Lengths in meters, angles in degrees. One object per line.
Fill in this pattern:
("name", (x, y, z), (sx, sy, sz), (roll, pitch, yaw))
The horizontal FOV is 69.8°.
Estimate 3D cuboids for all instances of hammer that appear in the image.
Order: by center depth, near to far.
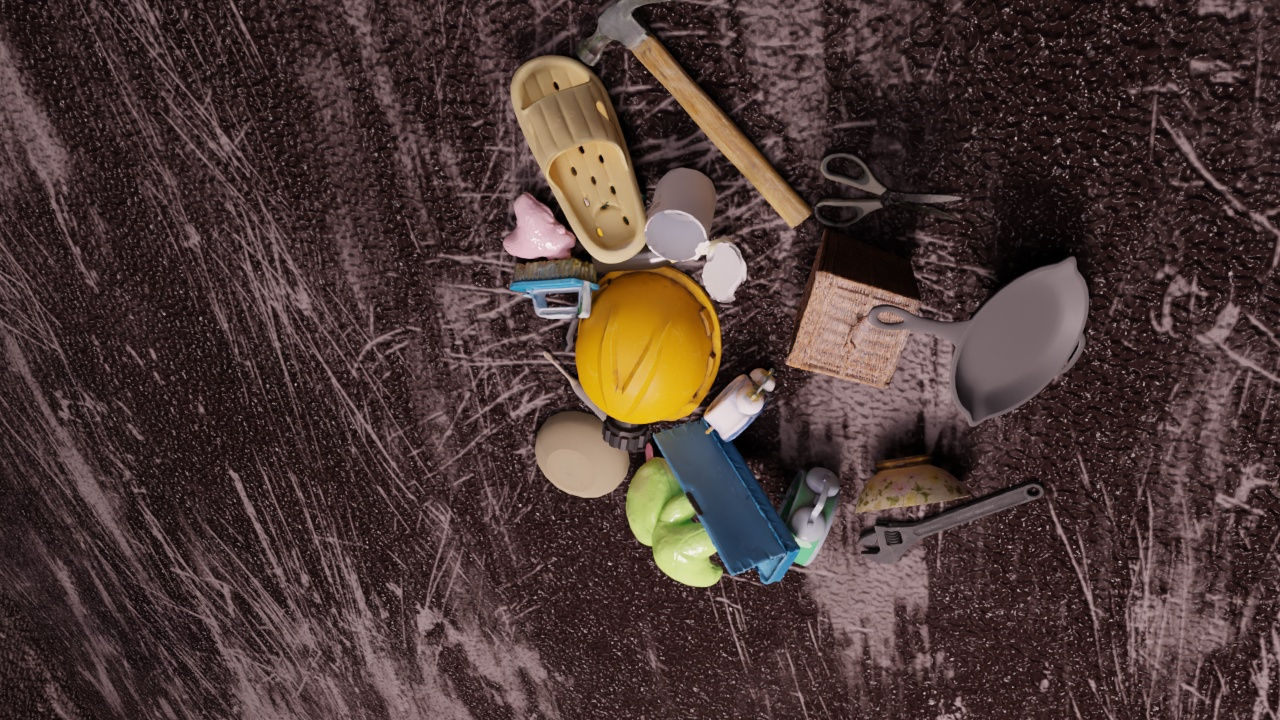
("hammer", (0.081, -0.285, 1.063), (0.330, 0.033, 0.132), (45, 125, -11))

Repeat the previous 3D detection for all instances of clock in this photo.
("clock", (0.138, 0.055, 1.225), (0.052, 0.088, 0.126), (44, 128, -1))
("clock", (0.225, 0.207, 1.257), (0.075, 0.121, 0.162), (24, 151, 5))

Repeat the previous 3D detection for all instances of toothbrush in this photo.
("toothbrush", (-0.095, -0.035, 1.248), (0.013, 0.012, 0.167), (45, 165, 2))
("toothbrush", (-0.078, 0.054, 1.352), (0.022, 0.024, 0.185), (-45, 100, -3))

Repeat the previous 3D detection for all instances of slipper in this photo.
("slipper", (-0.064, -0.241, 1.076), (0.111, 0.079, 0.261), (-24, 96, -3))

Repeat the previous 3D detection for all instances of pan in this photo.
("pan", (0.366, -0.029, 0.992), (0.353, 0.024, 0.217), (8, 117, -33))

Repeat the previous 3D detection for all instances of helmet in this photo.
("helmet", (-0.007, 0.007, 1.226), (0.205, 0.131, 0.256), (17, 125, 11))

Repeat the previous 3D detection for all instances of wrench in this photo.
("wrench", (0.421, 0.221, 1.264), (0.274, 0.018, 0.073), (-29, 107, 32))

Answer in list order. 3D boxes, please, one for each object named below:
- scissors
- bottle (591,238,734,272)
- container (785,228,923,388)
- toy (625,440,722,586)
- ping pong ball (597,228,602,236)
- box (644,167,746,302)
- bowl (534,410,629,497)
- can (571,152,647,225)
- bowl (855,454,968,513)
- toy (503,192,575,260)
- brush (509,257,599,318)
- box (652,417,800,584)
("scissors", (0.275, -0.194, 1.052), (0.165, 0.012, 0.150), (-21, 113, 34))
("bottle", (0.029, -0.139, 1.167), (0.185, 0.045, 0.045), (-1, 121, 23))
("container", (0.241, -0.061, 1.039), (0.113, 0.198, 0.114), (17, 115, 5))
("toy", (0.039, 0.233, 1.334), (0.197, 0.107, 0.150), (39, 139, 36))
("ping pong ball", (-0.059, -0.178, 1.181), (0.040, 0.040, 0.040), (11, 124, 15))
("box", (0.071, -0.150, 1.090), (0.136, 0.146, 0.084), (30, 133, -13))
("bowl", (-0.096, 0.154, 1.406), (0.152, 0.050, 0.152), (11, 125, 16))
("can", (-0.044, -0.210, 1.145), (0.101, 0.054, 0.055), (37, 127, -4))
("bowl", (0.349, 0.160, 1.203), (0.145, 0.145, 0.063), (-15, 77, 29))
("toy", (-0.130, -0.166, 1.211), (0.096, 0.052, 0.099), (25, 132, 1))
("brush", (-0.122, -0.094, 1.228), (0.136, 0.055, 0.075), (1, 84, 38))
("box", (0.102, 0.196, 1.236), (0.231, 0.112, 0.094), (60, 150, 31))
